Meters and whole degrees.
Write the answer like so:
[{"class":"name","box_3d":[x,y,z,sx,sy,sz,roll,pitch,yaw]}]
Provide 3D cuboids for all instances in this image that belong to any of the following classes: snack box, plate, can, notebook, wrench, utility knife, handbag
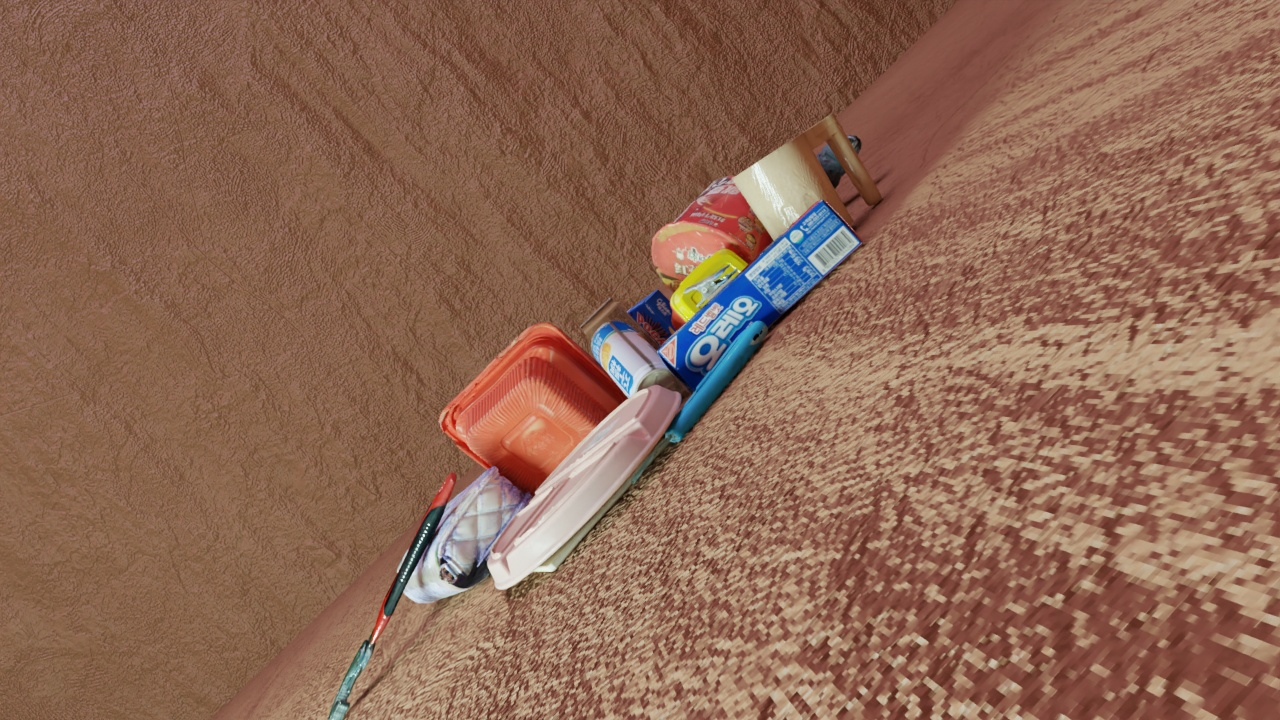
[{"class":"snack box","box_3d":[0.107,-0.059,0.849,0.208,0.057,0.058,-43,2,11]},{"class":"plate","box_3d":[-0.053,0.103,0.800,0.229,0.028,0.229,-46,4,4]},{"class":"can","box_3d":[-0.006,0.005,0.941,0.053,0.053,0.134,-44,31,0]},{"class":"notebook","box_3d":[-0.059,0.136,0.830,0.147,0.008,0.208,-46,5,-24]},{"class":"wrench","box_3d":[-0.249,0.236,0.925,0.273,0.016,0.056,-64,16,-1]},{"class":"snack box","box_3d":[0.080,-0.056,0.960,0.091,0.082,0.080,-44,-8,-16]},{"class":"utility knife","box_3d":[0.048,0.035,0.767,0.198,0.018,0.034,-49,8,-33]},{"class":"handbag","box_3d":[-0.193,0.198,1.004,0.133,0.075,0.194,-53,8,-29]},{"class":"can","box_3d":[-0.018,-0.020,1.163,0.058,0.116,0.058,-43,5,4]},{"class":"snack box","box_3d":[0.022,-0.041,1.205,0.026,0.084,0.157,-45,5,-16]}]

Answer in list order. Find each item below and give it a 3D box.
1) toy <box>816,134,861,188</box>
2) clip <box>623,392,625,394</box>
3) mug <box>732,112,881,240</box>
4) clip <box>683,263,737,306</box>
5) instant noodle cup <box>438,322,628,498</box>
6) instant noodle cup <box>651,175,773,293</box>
[{"class":"toy","box_3d":[0.165,-0.179,1.195,0.358,0.091,0.137,-46,20,41]},{"class":"clip","box_3d":[0.029,0.014,1.012,0.102,0.035,0.093,-38,-4,-38]},{"class":"mug","box_3d":[0.172,-0.176,0.936,0.124,0.103,0.084,-34,6,-6]},{"class":"clip","box_3d":[0.066,-0.072,0.862,0.057,0.031,0.025,-37,6,44]},{"class":"instant noodle cup","box_3d":[-0.114,0.071,1.006,0.189,0.164,0.079,-43,22,18]},{"class":"instant noodle cup","box_3d":[0.096,-0.135,1.035,0.108,0.138,0.138,-56,11,-31]}]
